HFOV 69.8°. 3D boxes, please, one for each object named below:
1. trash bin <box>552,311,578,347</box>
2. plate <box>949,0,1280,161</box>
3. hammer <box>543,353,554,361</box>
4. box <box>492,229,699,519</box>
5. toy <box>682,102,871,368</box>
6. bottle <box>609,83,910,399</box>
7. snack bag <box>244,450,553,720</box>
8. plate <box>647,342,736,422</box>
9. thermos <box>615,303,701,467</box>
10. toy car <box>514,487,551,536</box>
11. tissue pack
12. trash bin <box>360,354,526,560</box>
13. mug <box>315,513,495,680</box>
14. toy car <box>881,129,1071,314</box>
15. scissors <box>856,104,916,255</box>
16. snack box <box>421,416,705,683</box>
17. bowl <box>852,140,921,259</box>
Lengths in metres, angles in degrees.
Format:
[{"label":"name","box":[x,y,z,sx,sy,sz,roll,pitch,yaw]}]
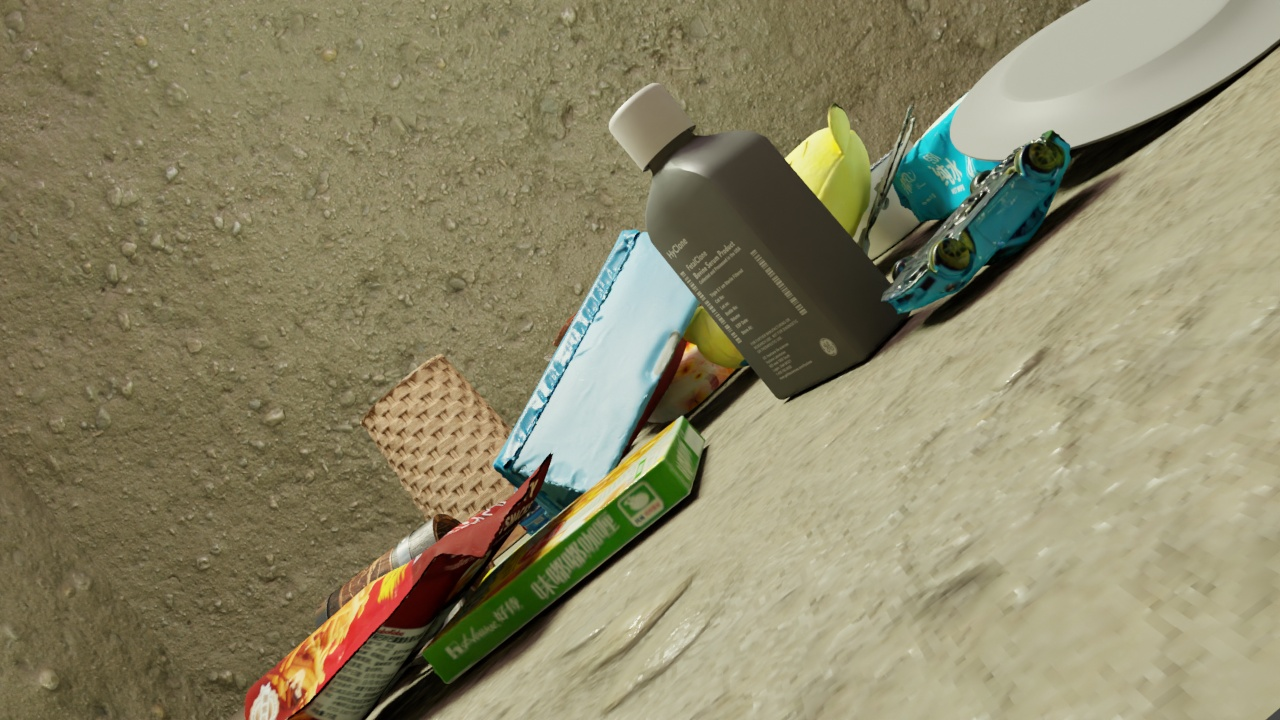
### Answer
[{"label":"trash bin","box":[0.036,-0.053,1.190,0.259,0.157,0.182,-39,0,-16]},{"label":"plate","box":[0.241,-0.162,0.466,0.179,0.012,0.178,-32,23,15]},{"label":"hammer","box":[-0.140,0.130,1.112,0.315,0.138,0.035,-48,1,15]},{"label":"box","box":[-0.004,0.014,0.711,0.112,0.094,0.231,8,60,39]},{"label":"toy","box":[0.114,-0.087,0.729,0.214,0.084,0.149,-58,6,7]},{"label":"bottle","box":[0.051,-0.067,0.479,0.046,0.174,0.084,-40,1,-27]},{"label":"snack bag","box":[-0.129,0.145,0.525,0.208,0.066,0.138,-44,-5,17]},{"label":"plate","box":[0.045,-0.020,0.911,0.186,0.016,0.187,-44,27,-14]},{"label":"thermos","box":[-0.005,0.005,0.828,0.239,0.073,0.073,-56,6,-18]},{"label":"toy car","box":[-0.088,0.112,0.852,0.056,0.043,0.120,-40,19,19]},{"label":"tissue pack","box":[0.246,-0.157,0.629,0.117,0.066,0.209,-39,-1,0]},{"label":"trash bin","box":[-0.203,0.113,1.023,0.151,0.210,0.151,-40,1,1]},{"label":"mug","box":[-0.161,0.180,0.645,0.107,0.080,0.115,-39,29,6]},{"label":"toy car","box":[0.152,-0.057,0.411,0.105,0.032,0.048,-45,2,-8]},{"label":"scissors","box":[0.175,-0.111,0.686,0.147,0.014,0.141,36,-109,-84]},{"label":"snack box","box":[-0.037,0.101,0.525,0.168,0.027,0.132,-40,0,10]},{"label":"bowl","box":[0.216,-0.139,0.835,0.116,0.065,0.116,-40,1,1]}]
